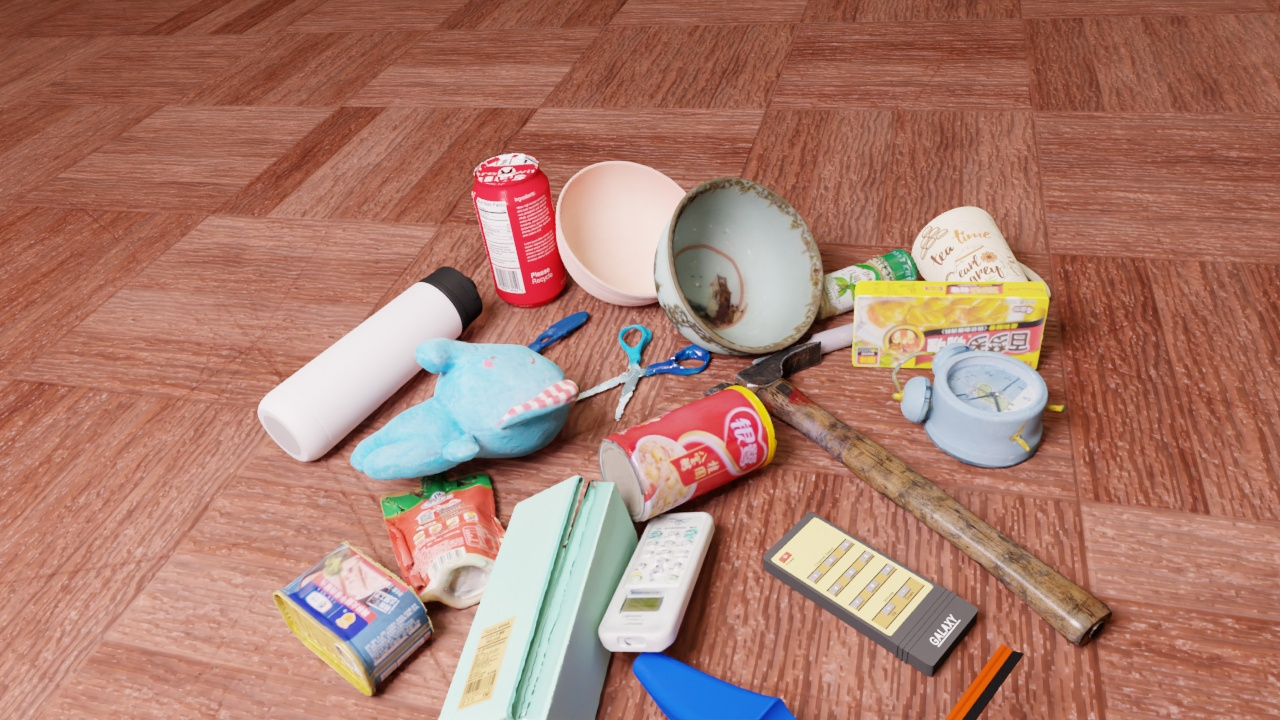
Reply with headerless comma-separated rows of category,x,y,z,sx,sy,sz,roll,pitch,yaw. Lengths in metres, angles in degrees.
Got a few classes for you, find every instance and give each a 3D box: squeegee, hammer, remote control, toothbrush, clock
squeegee,0.065,0.214,0.515,0.248,0.055,0.185,-36,38,-31
hammer,0.195,0.085,0.679,0.119,0.033,0.330,-27,42,-24
remote control,0.151,0.152,0.615,0.133,0.013,0.058,27,50,37
toothbrush,0.188,-0.023,0.824,0.188,0.018,0.019,-16,37,-10
toothbrush,-0.095,-0.014,0.867,0.021,0.016,0.132,23,48,35
clock,0.257,0.029,0.717,0.124,0.052,0.088,31,52,34
remote control,0.014,0.147,0.617,0.050,0.022,0.133,-6,24,21

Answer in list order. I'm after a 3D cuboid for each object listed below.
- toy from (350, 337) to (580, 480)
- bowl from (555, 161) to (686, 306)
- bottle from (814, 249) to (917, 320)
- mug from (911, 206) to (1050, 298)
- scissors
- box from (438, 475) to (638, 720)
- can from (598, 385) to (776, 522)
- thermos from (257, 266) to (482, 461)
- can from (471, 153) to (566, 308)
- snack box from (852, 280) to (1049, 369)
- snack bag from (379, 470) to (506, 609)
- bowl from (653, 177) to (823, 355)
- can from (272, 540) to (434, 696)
toy,-0.144,0.035,0.727,0.180,0.115,0.184,-20,14,-31
bowl,-0.017,-0.114,0.911,0.153,0.076,0.152,7,65,-15
bottle,0.204,-0.071,0.864,0.110,0.043,0.042,-19,40,-12
mug,0.323,-0.076,0.839,0.121,0.081,0.097,8,40,-23
scissors,0.006,0.010,0.820,0.117,0.014,0.129,7,41,17
box,-0.069,0.165,0.595,0.092,0.077,0.187,-5,39,18
can,0.035,0.069,0.686,0.124,0.067,0.067,-20,39,-27
thermos,-0.243,-0.003,0.842,0.101,0.068,0.229,-13,27,51
can,-0.119,-0.125,0.908,0.074,0.143,0.074,-5,38,4
snack box,0.258,-0.029,0.774,0.152,0.075,0.025,1,37,12
snack bag,-0.149,0.119,0.695,0.087,0.044,0.155,-14,34,-16
bowl,0.074,-0.073,0.830,0.159,0.160,0.094,-34,3,-29
can,-0.193,0.172,0.621,0.100,0.054,0.058,23,46,33
